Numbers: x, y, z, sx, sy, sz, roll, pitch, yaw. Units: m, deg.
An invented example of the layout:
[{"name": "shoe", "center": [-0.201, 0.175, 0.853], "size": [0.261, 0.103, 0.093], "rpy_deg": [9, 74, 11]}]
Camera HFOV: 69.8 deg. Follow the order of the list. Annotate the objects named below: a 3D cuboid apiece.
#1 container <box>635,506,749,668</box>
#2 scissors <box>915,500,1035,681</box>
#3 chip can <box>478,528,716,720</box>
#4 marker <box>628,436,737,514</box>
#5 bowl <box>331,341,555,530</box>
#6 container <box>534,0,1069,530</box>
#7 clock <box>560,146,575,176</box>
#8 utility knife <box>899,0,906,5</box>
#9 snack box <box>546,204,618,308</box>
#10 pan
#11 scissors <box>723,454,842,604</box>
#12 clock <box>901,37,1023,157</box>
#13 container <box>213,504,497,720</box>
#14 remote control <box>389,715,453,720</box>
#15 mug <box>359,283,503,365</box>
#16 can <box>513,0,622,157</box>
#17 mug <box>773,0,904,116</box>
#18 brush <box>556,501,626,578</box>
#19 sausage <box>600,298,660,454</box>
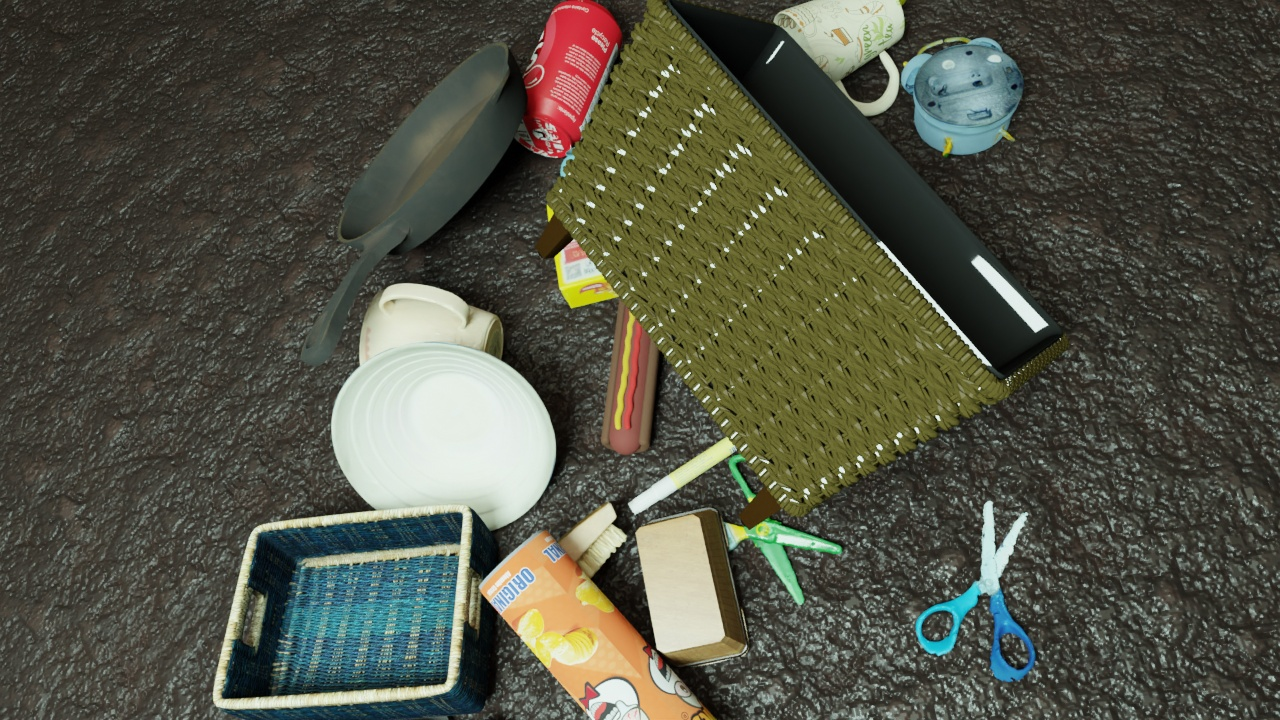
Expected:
[{"name": "container", "center": [0.035, 0.164, 0.672], "size": [0.063, 0.061, 0.114], "rpy_deg": [-15, 71, 11]}, {"name": "scissors", "center": [0.262, 0.165, 0.660], "size": [0.086, 0.015, 0.134], "rpy_deg": [26, 70, 25]}, {"name": "chip can", "center": [-0.020, 0.216, 0.637], "size": [0.062, 0.062, 0.210], "rpy_deg": [-42, 82, -8]}, {"name": "marker", "center": [0.048, 0.083, 0.737], "size": [0.132, 0.014, 0.014], "rpy_deg": [-33, 65, -3]}, {"name": "bowl", "center": [-0.154, 0.054, 0.744], "size": [0.177, 0.177, 0.057], "rpy_deg": [-10, 25, 7]}, {"name": "container", "center": [0.091, -0.058, 0.646], "size": [0.321, 0.176, 0.206], "rpy_deg": [53, 125, 15]}, {"name": "clock", "center": [-0.029, -0.181, 0.821], "size": [0.087, 0.042, 0.123], "rpy_deg": [-15, 22, 5]}, {"name": "utility knife", "center": [0.176, -0.323, 0.883], "size": [0.171, 0.020, 0.028], "rpy_deg": [-25, 63, 2]}, {"name": "snack box", "center": [0.021, -0.118, 0.814], "size": [0.201, 0.042, 0.092], "rpy_deg": [-14, 65, 6]}, {"name": "pan", "center": [-0.197, -0.133, 0.791], "size": [0.249, 0.043, 0.355], "rpy_deg": [-20, 42, 41]}, {"name": "scissors", "center": [0.087, 0.135, 0.708], "size": [0.119, 0.012, 0.128], "rpy_deg": [-27, 65, 2]}, {"name": "clock", "center": [0.281, -0.238, 0.806], "size": [0.089, 0.052, 0.124], "rpy_deg": [-13, 64, 8]}, {"name": "container", "center": [-0.210, 0.196, 0.701], "size": [0.187, 0.071, 0.145], "rpy_deg": [-7, 56, 9]}, {"name": "remote control", "center": [-0.209, 0.301, 0.698], "size": [0.133, 0.013, 0.058], "rpy_deg": [-43, 65, -8]}, {"name": "mug", "center": [-0.176, -0.023, 0.778], "size": [0.104, 0.112, 0.085], "rpy_deg": [8, 54, 6]}, {"name": "can", "center": [-0.071, -0.272, 0.882], "size": [0.074, 0.074, 0.142], "rpy_deg": [14, 70, 17]}, {"name": "mug", "center": [0.193, -0.281, 0.839], "size": [0.097, 0.081, 0.122], "rpy_deg": [-27, 87, -6]}, {"name": "brush", "center": [-0.057, 0.160, 0.709], "size": [0.039, 0.049, 0.117], "rpy_deg": [45, 80, 2]}, {"name": "sausage", "center": [-0.005, 0.004, 0.768], "size": [0.040, 0.040, 0.155], "rpy_deg": [2, 67, 12]}]
